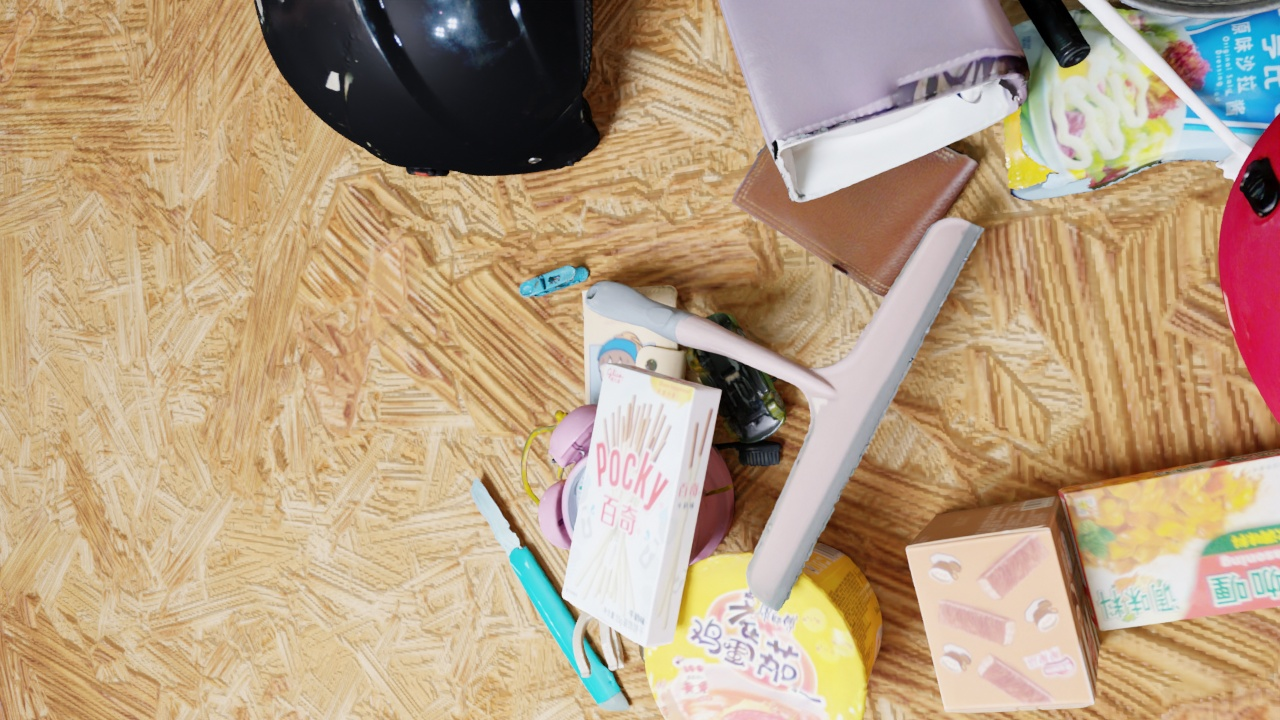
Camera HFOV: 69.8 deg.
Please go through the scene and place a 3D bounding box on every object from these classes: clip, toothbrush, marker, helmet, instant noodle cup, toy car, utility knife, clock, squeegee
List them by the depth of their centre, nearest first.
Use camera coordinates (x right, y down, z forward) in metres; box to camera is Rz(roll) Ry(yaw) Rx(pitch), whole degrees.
[{"bbox_3d":[0.341,-0.013,0.391,0.240,0.206,0.144,42,136,12],"label":"helmet"},{"bbox_3d":[0.262,-0.157,0.481,0.016,0.016,0.180,-39,70,22],"label":"toothbrush"},{"bbox_3d":[0.215,-0.220,0.520,0.020,0.022,0.132,-38,59,39],"label":"marker"},{"bbox_3d":[0.041,-0.014,0.581,0.250,0.040,0.247,25,85,40],"label":"squeegee"},{"bbox_3d":[0.087,0.178,0.583,0.138,0.109,0.138,2,93,28],"label":"instant noodle cup"},{"bbox_3d":[0.066,0.012,0.625,0.043,0.036,0.091,-31,77,25],"label":"toy car"},{"bbox_3d":[-0.148,-0.248,0.629,0.275,0.229,0.233,-7,88,48],"label":"helmet"},{"bbox_3d":[-0.015,0.093,0.646,0.158,0.059,0.117,21,114,21],"label":"clock"},{"bbox_3d":[0.014,0.072,0.670,0.190,0.014,0.018,-7,102,29],"label":"toothbrush"},{"bbox_3d":[-0.021,0.190,0.692,0.035,0.092,0.102,-27,45,28],"label":"clip"},{"bbox_3d":[-0.066,-0.060,0.702,0.057,0.043,0.014,-15,85,31],"label":"clip"},{"bbox_3d":[-0.076,0.184,0.724,0.029,0.013,0.216,-41,77,26],"label":"utility knife"}]

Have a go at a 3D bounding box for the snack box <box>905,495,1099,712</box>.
[{"bbox_3d":[0.208,0.137,0.524,0.077,0.092,0.094,-15,86,28],"label":"snack box"}]

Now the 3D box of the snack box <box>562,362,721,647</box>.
[{"bbox_3d":[-0.001,0.085,0.563,0.085,0.026,0.157,14,96,49],"label":"snack box"}]

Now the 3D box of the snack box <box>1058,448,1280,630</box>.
[{"bbox_3d":[0.315,0.092,0.487,0.156,0.027,0.077,-14,86,17],"label":"snack box"}]

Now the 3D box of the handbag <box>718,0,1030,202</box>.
[{"bbox_3d":[0.122,-0.211,0.534,0.145,0.098,0.197,-19,73,18],"label":"handbag"}]

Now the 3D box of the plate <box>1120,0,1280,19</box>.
[{"bbox_3d":[0.312,-0.259,0.475,0.180,0.024,0.179,-4,81,27],"label":"plate"}]

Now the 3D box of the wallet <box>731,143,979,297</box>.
[{"bbox_3d":[0.134,-0.113,0.585,0.124,0.032,0.101,37,107,21],"label":"wallet"}]

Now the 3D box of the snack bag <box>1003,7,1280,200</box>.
[{"bbox_3d":[0.297,-0.148,0.493,0.191,0.038,0.110,-4,79,28],"label":"snack bag"}]

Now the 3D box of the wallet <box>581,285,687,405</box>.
[{"bbox_3d":[-0.004,0.004,0.671,0.087,0.024,0.115,1,92,33],"label":"wallet"}]
